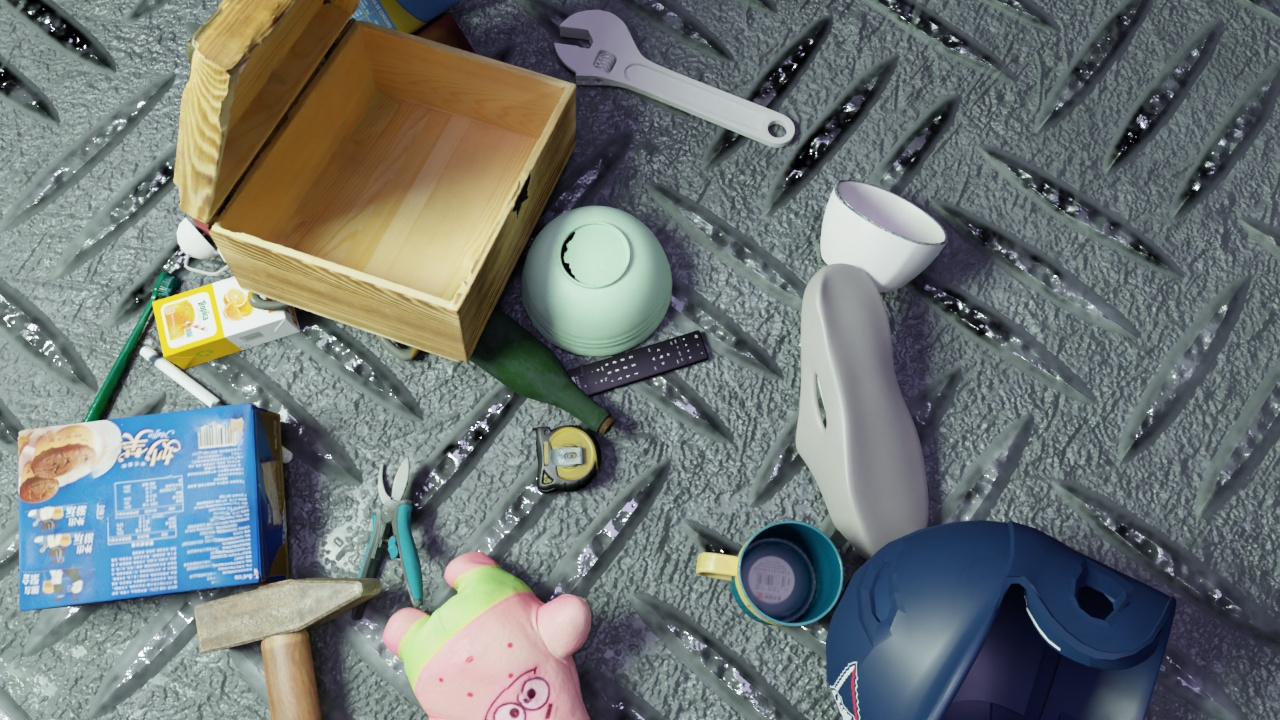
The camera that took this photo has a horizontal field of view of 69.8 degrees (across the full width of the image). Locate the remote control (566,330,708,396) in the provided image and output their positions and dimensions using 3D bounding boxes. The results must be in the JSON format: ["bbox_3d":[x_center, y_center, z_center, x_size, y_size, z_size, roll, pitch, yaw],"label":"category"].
[{"bbox_3d":[-0.005,0.005,0.878,0.140,0.009,0.030,-17,74,-5],"label":"remote control"}]

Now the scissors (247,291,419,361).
[{"bbox_3d":[-0.260,-0.096,0.892,0.216,0.016,0.224,45,64,0],"label":"scissors"}]

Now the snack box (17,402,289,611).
[{"bbox_3d":[-0.423,0.128,0.803,0.203,0.069,0.155,-7,80,-1],"label":"snack box"}]

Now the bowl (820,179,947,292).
[{"bbox_3d":[0.221,-0.113,0.864,0.116,0.066,0.116,17,32,-11],"label":"bowl"}]

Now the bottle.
[{"bbox_3d":[-0.097,0.012,0.852,0.174,0.055,0.055,36,76,11],"label":"bottle"}]

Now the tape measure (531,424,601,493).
[{"bbox_3d":[-0.066,0.089,0.840,0.061,0.034,0.061,-6,74,-3],"label":"tape measure"}]

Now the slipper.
[{"bbox_3d":[0.183,0.049,0.829,0.112,0.081,0.266,-11,88,-40],"label":"slipper"}]

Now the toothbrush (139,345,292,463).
[{"bbox_3d":[-0.403,0.040,0.867,0.187,0.017,0.012,34,77,9],"label":"toothbrush"}]

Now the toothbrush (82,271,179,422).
[{"bbox_3d":[-0.493,0.001,0.881,0.017,0.016,0.189,19,75,2],"label":"toothbrush"}]

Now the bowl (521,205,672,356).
[{"bbox_3d":[-0.043,-0.086,0.872,0.151,0.077,0.150,0,72,0],"label":"bowl"}]

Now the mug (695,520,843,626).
[{"bbox_3d":[0.104,0.179,0.774,0.113,0.107,0.083,8,75,3],"label":"mug"}]

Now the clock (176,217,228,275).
[{"bbox_3d":[-0.388,-0.138,0.890,0.096,0.048,0.137,13,63,20],"label":"clock"}]

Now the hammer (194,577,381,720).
[{"bbox_3d":[-0.271,0.332,0.757,0.158,0.037,0.300,-16,78,10],"label":"hammer"}]

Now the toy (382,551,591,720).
[{"bbox_3d":[-0.107,0.268,0.752,0.192,0.097,0.237,-46,72,-3],"label":"toy"}]

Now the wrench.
[{"bbox_3d":[0.037,-0.295,0.966,0.273,0.018,0.086,23,73,6],"label":"wrench"}]

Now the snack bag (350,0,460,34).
[{"bbox_3d":[-0.284,-0.390,0.913,0.205,0.159,0.102,-11,72,5],"label":"snack bag"}]

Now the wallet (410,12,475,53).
[{"bbox_3d":[-0.233,-0.310,0.973,0.115,0.018,0.091,-30,76,-6],"label":"wallet"}]

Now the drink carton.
[{"bbox_3d":[-0.392,-0.043,0.880,0.122,0.040,0.058,-19,74,-5],"label":"drink carton"}]

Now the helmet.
[{"bbox_3d":[0.243,0.242,0.689,0.223,0.233,0.271,17,41,35],"label":"helmet"}]

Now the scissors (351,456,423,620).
[{"bbox_3d":[-0.227,0.167,0.815,0.125,0.019,0.154,-48,49,13],"label":"scissors"}]

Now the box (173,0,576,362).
[{"bbox_3d":[-0.233,-0.223,0.755,0.284,0.324,0.278,17,63,7],"label":"box"}]
